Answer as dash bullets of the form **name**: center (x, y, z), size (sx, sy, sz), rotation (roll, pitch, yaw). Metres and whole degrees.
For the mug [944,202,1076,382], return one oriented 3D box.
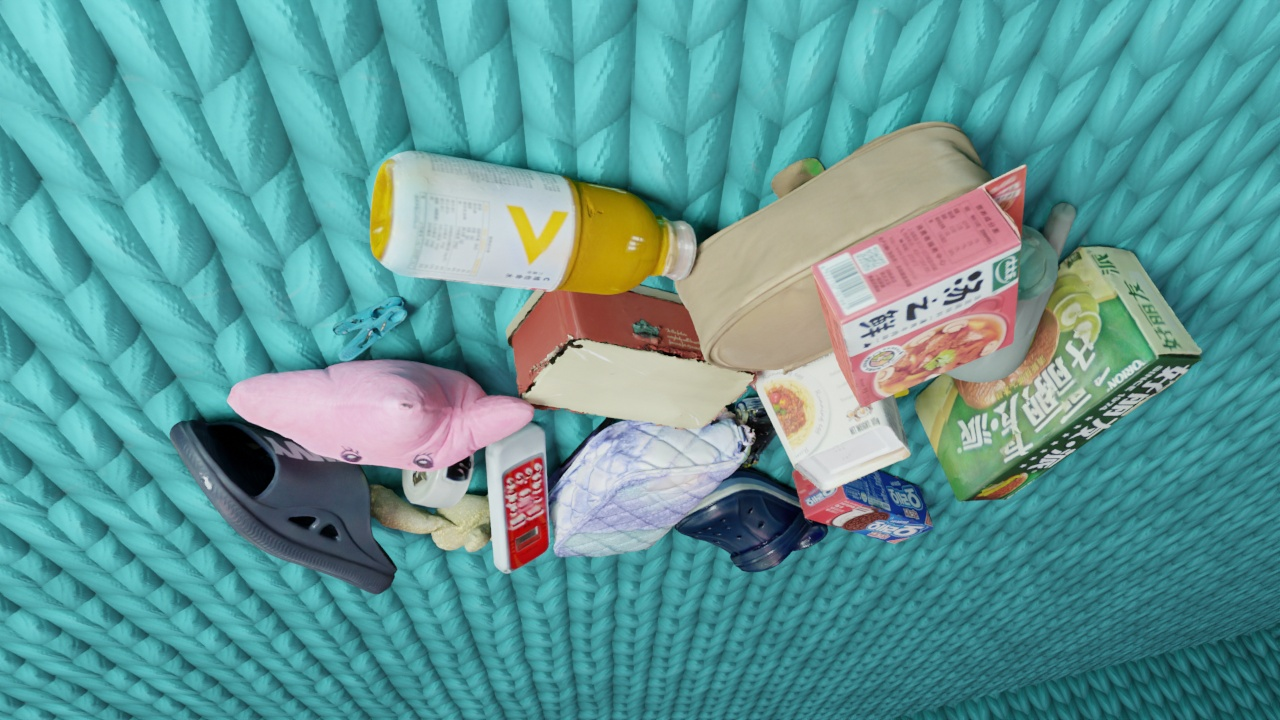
- **mug**: center (0.277, -0.056, 0.701), size (0.123, 0.083, 0.103), rotation (-37, 150, -16)

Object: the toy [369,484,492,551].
- **toy**: center (-0.170, 0.138, 0.826), size (0.157, 0.066, 0.105), rotation (13, 171, -30)

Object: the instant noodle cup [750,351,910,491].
- **instant noodle cup**: center (0.145, 0.024, 0.713), size (0.116, 0.124, 0.116), rotation (-27, 145, 18)

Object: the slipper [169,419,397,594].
- **slipper**: center (-0.253, 0.101, 0.711), size (0.083, 0.111, 0.268), rotation (-45, 149, -11)

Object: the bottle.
- **bottle**: center (-0.056, -0.074, 0.532), size (0.189, 0.068, 0.068), rotation (4, 143, -28)

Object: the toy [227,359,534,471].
- **toy**: center (-0.173, 0.035, 0.619), size (0.194, 0.074, 0.179), rotation (5, 170, -15)

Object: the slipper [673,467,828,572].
- **slipper**: center (0.121, 0.183, 0.980), size (0.105, 0.095, 0.252), rotation (-36, 146, 25)

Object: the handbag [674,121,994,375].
- **handbag**: center (0.128, -0.069, 0.596), size (0.205, 0.099, 0.147), rotation (-27, 153, 18)

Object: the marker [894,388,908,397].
- **marker**: center (0.190, 0.037, 0.841), size (0.124, 0.015, 0.018), rotation (-11, 155, -16)

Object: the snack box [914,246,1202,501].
- **snack box**: center (0.348, 0.020, 0.799), size (0.063, 0.114, 0.241), rotation (1, 145, -26)

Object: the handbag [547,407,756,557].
- **handbag**: center (0.000, 0.110, 0.826), size (0.134, 0.075, 0.194), rotation (0, 149, -30)

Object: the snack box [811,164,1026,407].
- **snack box**: center (0.172, -0.036, 0.530), size (0.127, 0.044, 0.113), rotation (-25, 147, 7)

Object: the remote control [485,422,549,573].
- **remote control**: center (-0.103, 0.119, 0.786), size (0.055, 0.020, 0.136), rotation (-23, 126, -38)

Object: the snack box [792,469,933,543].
- **snack box**: center (0.253, 0.157, 1.024), size (0.058, 0.057, 0.207), rotation (-33, 144, 30)

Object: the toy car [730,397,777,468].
- **toy car**: center (0.098, 0.064, 0.840), size (0.049, 0.031, 0.106), rotation (4, 141, -21)

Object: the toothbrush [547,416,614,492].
- **toothbrush**: center (-0.046, 0.076, 0.818), size (0.016, 0.014, 0.190), rotation (-4, 148, -40)

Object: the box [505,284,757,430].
- **box**: center (-0.004, 0.004, 0.663), size (0.168, 0.079, 0.092), rotation (11, 139, -34)

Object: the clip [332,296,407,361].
- **clip**: center (-0.178, -0.023, 0.605), size (0.055, 0.038, 0.013), rotation (-30, 148, 10)

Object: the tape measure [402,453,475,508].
- **tape measure**: center (-0.162, 0.084, 0.733), size (0.033, 0.066, 0.066), rotation (16, 136, -38)
